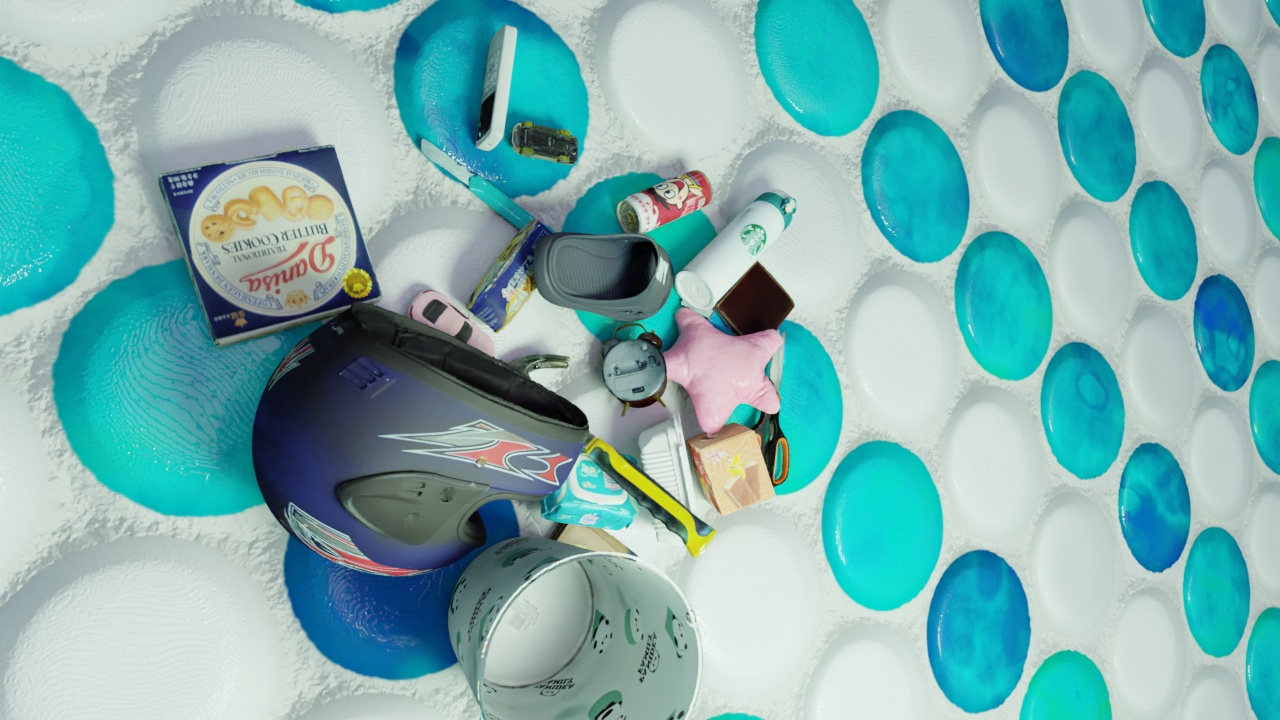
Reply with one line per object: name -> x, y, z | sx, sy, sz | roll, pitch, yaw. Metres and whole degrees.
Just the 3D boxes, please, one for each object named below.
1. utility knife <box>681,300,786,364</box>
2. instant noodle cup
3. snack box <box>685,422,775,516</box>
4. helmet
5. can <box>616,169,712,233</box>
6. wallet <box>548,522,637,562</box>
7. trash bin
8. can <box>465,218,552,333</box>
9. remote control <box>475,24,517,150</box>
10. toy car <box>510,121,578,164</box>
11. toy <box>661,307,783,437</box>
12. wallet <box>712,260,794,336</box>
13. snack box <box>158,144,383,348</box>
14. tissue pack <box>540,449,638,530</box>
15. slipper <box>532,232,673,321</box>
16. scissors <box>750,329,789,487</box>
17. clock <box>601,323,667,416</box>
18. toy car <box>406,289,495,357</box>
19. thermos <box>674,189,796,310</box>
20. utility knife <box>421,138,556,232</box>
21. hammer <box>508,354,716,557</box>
utility knife -> 0.136, -0.046, 1.314 | 0.194, 0.018, 0.034 | 26, 72, -26
instant noodle cup -> 0.038, 0.157, 1.173 | 0.060, 0.138, 0.173 | -12, 90, 1
snack box -> 0.118, 0.143, 1.225 | 0.077, 0.093, 0.094 | -20, 96, -7
helmet -> -0.234, 0.100, 0.940 | 0.315, 0.247, 0.240 | 26, 99, -30
can -> 0.033, -0.214, 1.246 | 0.132, 0.053, 0.053 | -28, 99, -31
wallet -> -0.065, 0.250, 1.150 | 0.115, 0.033, 0.090 | 42, 66, -17
trash bin -> -0.090, 0.297, 0.982 | 0.229, 0.252, 0.229 | 0, 89, -23
can -> -0.151, -0.104, 1.109 | 0.049, 0.075, 0.147 | 41, 64, -19
remote control -> -0.178, -0.334, 1.125 | 0.021, 0.058, 0.150 | 12, 78, -28
toy car -> -0.123, -0.274, 1.166 | 0.090, 0.035, 0.042 | 6, 80, -31
toy -> 0.096, 0.017, 1.235 | 0.194, 0.075, 0.178 | 13, 65, -4
wallet -> 0.164, -0.078, 1.319 | 0.096, 0.020, 0.122 | 48, 54, -8
snack box -> -0.390, -0.125, 0.979 | 0.177, 0.046, 0.182 | -20, 95, -31
tissue pack -> -0.066, 0.154, 1.132 | 0.133, 0.050, 0.093 | 14, 54, -29
slipper -> -0.021, -0.106, 1.145 | 0.267, 0.083, 0.110 | -1, 89, -54
scissors -> 0.196, 0.073, 1.323 | 0.143, 0.022, 0.234 | 35, 73, -28
clock -> -0.007, 0.007, 1.181 | 0.082, 0.055, 0.121 | -13, 70, 5
toy car -> -0.220, -0.032, 1.081 | 0.122, 0.037, 0.056 | 44, 66, -22
thermos -> 0.142, -0.163, 1.292 | 0.223, 0.073, 0.073 | -46, 108, -29
utility knife -> -0.179, -0.201, 1.136 | 0.223, 0.013, 0.029 | 36, 69, -26
hammer -> -0.042, 0.111, 1.100 | 0.323, 0.032, 0.125 | 39, 63, 7
